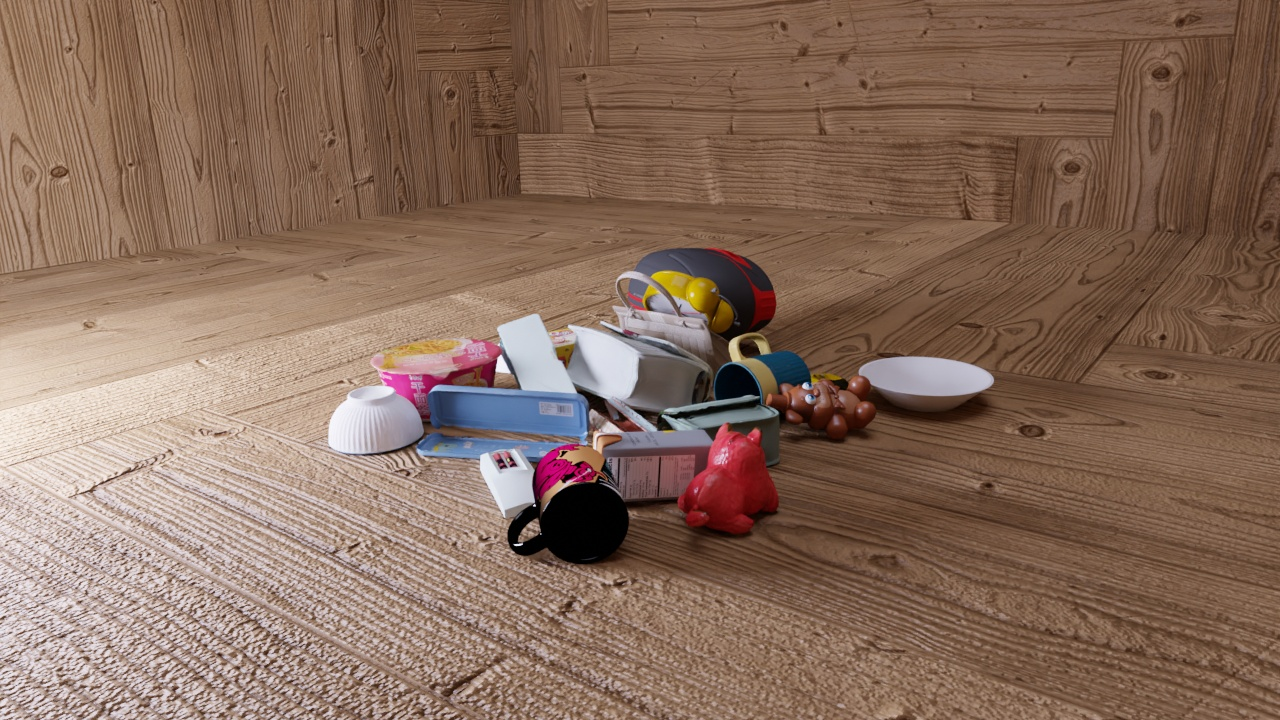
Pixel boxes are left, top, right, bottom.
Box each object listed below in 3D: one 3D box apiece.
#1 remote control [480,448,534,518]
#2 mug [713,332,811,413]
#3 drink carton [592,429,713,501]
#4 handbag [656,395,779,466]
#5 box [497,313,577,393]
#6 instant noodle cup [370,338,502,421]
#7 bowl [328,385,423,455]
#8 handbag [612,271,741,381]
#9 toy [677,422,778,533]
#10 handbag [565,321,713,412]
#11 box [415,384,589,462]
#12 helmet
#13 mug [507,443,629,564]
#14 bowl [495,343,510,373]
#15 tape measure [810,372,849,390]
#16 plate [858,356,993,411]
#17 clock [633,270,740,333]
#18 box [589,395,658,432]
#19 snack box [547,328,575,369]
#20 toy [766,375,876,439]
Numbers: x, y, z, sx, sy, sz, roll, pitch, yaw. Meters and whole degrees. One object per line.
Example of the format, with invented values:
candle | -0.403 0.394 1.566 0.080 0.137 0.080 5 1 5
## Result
remote control | -0.141 0.130 1.012 0.049 0.024 0.143 -8 18 -19
mug | 0.157 0.019 1.202 0.107 0.113 0.083 -14 -5 -39
drink carton | 0.012 0.112 0.976 0.124 0.076 0.048 -1 16 -12
handbag | 0.093 0.082 1.075 0.121 0.067 0.106 -8 16 -19
box | -0.142 0.013 1.259 0.083 0.066 0.199 -2 38 -27
instant noodle cup | -0.279 0.028 1.277 0.178 0.078 0.178 -2 16 1
bowl | -0.338 0.070 1.167 0.118 0.062 0.118 -2 17 0
handbag | 0.031 -0.059 1.340 0.176 0.198 0.062 12 58 38
toy | 0.076 0.118 0.910 0.088 0.094 0.132 10 22 32
handbag | -0.008 0.007 1.267 0.141 0.096 0.199 8 7 -36
box | -0.169 0.076 1.114 0.209 0.074 0.077 2 21 12
helmet | 0.077 -0.102 1.518 0.169 0.164 0.265 -15 22 -40
mug | -0.075 0.145 0.882 0.118 0.082 0.098 -31 20 -1
bowl | -0.191 -0.015 1.473 0.110 0.040 0.109 -2 17 0
tape measure | 0.250 0.039 1.254 0.065 0.037 0.064 -8 18 -20
plate | 0.386 0.037 1.247 0.174 0.036 0.173 -2 17 0
clock | 0.072 -0.083 1.356 0.152 0.113 0.052 8 63 35
box | -0.002 0.087 1.093 0.058 0.062 0.188 41 -5 -32
snack box | -0.131 -0.005 1.395 0.105 0.061 0.084 -13 21 -33
toy | 0.222 0.052 1.138 0.127 0.065 0.094 8 42 -11
